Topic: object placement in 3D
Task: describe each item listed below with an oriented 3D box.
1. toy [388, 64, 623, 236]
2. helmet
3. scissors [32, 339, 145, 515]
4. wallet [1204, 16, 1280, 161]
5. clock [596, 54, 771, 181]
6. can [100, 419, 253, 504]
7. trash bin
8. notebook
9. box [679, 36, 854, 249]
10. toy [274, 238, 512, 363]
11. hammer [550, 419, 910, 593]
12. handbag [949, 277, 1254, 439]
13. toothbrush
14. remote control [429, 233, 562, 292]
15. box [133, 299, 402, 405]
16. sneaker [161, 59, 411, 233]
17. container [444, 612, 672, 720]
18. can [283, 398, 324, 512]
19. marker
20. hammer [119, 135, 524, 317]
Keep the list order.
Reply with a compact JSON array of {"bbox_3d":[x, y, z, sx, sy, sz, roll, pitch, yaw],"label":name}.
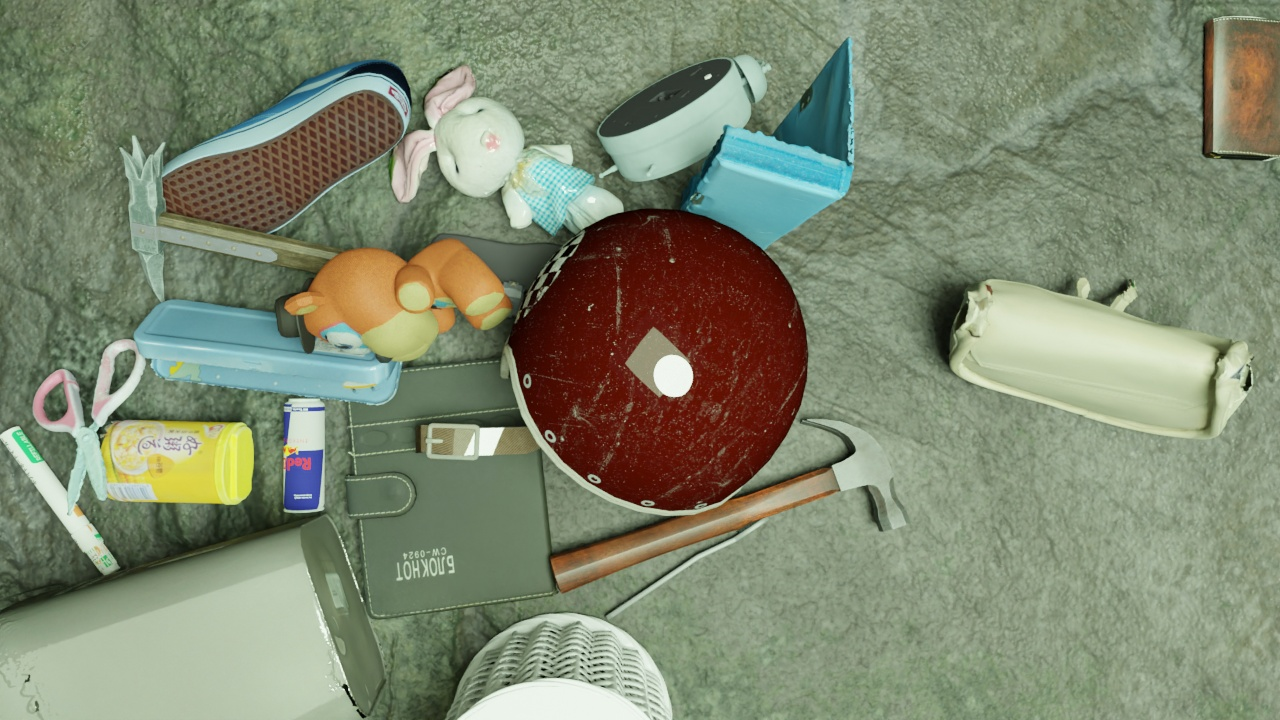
[{"bbox_3d":[-0.109,-0.153,0.748,0.205,0.105,0.131,31,91,-1],"label":"toy"},{"bbox_3d":[-0.003,0.003,0.700,0.233,0.254,0.233,27,74,-17],"label":"helmet"},{"bbox_3d":[-0.420,0.045,0.721,0.108,0.016,0.179,-35,49,-11],"label":"scissors"},{"bbox_3d":[0.544,-0.244,0.825,0.072,0.019,0.123,2,90,-3],"label":"wallet"},{"bbox_3d":[0.037,-0.203,0.749,0.159,0.123,0.045,-41,118,-20],"label":"clock"},{"bbox_3d":[-0.376,0.082,0.748,0.105,0.067,0.067,2,89,-3],"label":"can"},{"bbox_3d":[-0.330,0.230,0.696,0.220,0.197,0.197,-20,89,-9],"label":"trash bin"},{"bbox_3d":[-0.164,0.106,0.781,0.169,0.029,0.209,-6,87,-5],"label":"notebook"},{"bbox_3d":[0.094,-0.161,0.694,0.094,0.231,0.110,15,87,-3],"label":"box"},{"bbox_3d":[-0.189,-0.046,0.702,0.176,0.112,0.096,2,83,0],"label":"toy"},{"bbox_3d":[0.069,0.133,0.781,0.300,0.028,0.111,-18,82,-5],"label":"hammer"},{"bbox_3d":[0.371,-0.025,0.744,0.229,0.184,0.132,12,86,13],"label":"handbag"},{"bbox_3d":[0.041,0.178,0.798,0.167,0.013,0.013,-33,83,-3],"label":"toothbrush"},{"bbox_3d":[-0.123,-0.083,0.792,0.124,0.009,0.046,5,89,-3],"label":"remote control"},{"bbox_3d":[-0.303,-0.002,0.763,0.210,0.069,0.064,8,130,0],"label":"box"},{"bbox_3d":[-0.293,-0.177,0.765,0.241,0.098,0.083,-22,128,12],"label":"sneaker"},{"bbox_3d":[-0.063,0.308,0.701,0.189,0.187,0.189,0,88,-3],"label":"container"},{"bbox_3d":[-0.283,0.079,0.771,0.032,0.032,0.095,0,90,-3],"label":"can"},{"bbox_3d":[-0.484,0.119,0.768,0.017,0.017,0.145,-36,91,-3],"label":"marker"},{"bbox_3d":[-0.253,-0.077,0.757,0.316,0.028,0.147,12,126,-8],"label":"hammer"}]
